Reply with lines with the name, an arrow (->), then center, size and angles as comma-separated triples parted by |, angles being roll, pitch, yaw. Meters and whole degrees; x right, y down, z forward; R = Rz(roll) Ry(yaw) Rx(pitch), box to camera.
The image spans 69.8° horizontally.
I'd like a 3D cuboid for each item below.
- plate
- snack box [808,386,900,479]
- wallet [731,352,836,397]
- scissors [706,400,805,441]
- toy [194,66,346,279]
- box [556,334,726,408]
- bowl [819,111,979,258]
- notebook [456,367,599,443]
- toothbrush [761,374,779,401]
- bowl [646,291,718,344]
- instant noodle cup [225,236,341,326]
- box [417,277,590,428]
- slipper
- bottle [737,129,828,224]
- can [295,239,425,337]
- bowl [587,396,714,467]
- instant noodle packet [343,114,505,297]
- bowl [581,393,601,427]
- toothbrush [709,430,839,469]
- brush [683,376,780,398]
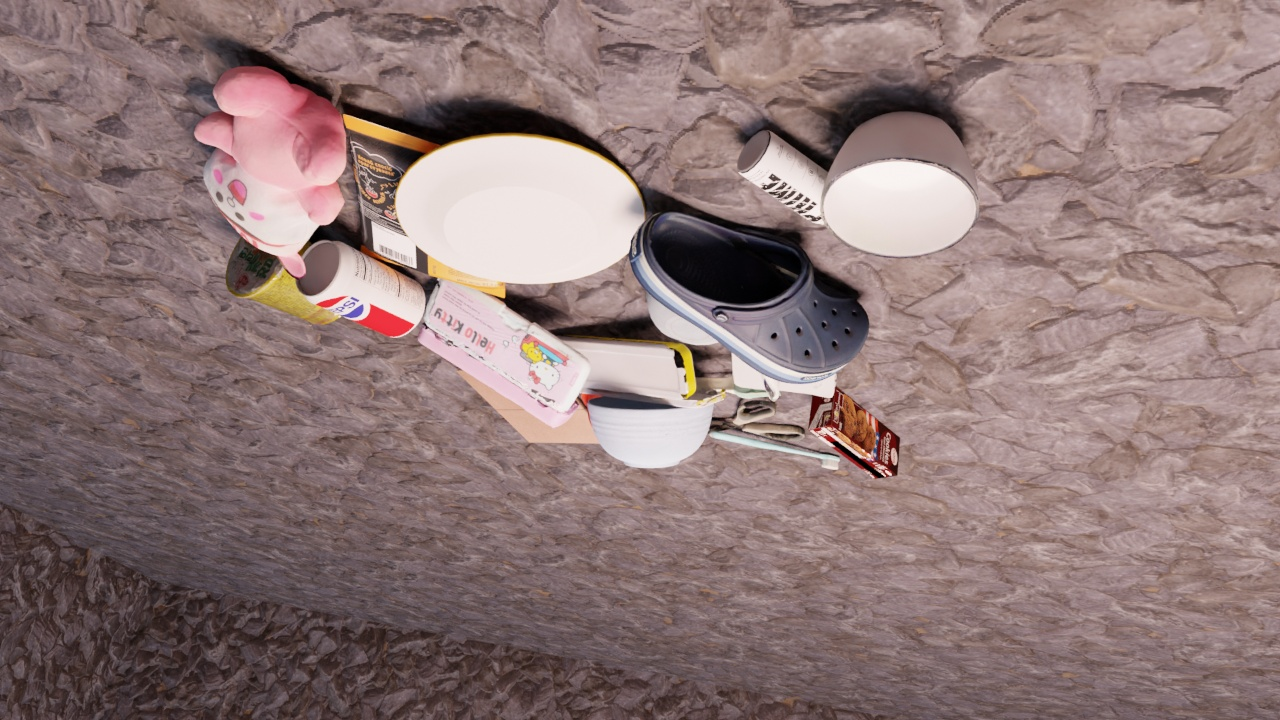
plate -> -0.109, -0.126, 0.847 | 0.230, 0.021, 0.230 | -1, 153, -1
snack box -> 0.256, 0.088, 1.092 | 0.032, 0.050, 0.141 | -17, 139, 43
wallet -> 0.157, -0.001, 1.002 | 0.116, 0.032, 0.086 | 8, 140, 14
scissors -> 0.133, 0.080, 1.170 | 0.157, 0.012, 0.169 | 15, 156, -5
toy -> -0.336, -0.171, 0.844 | 0.142, 0.084, 0.214 | 41, 142, -6
box -> -0.006, 0.007, 1.055 | 0.211, 0.079, 0.084 | 5, 111, 39
bowl -> 0.198, -0.137, 0.701 | 0.116, 0.065, 0.116 | 10, 151, 6
notebook -> -0.140, 0.063, 1.259 | 0.142, 0.008, 0.209 | -1, 148, 25
toothbrush -> 0.124, -0.019, 0.956 | 0.016, 0.017, 0.189 | 4, 138, 24
bowl -> 0.055, -0.048, 0.947 | 0.106, 0.039, 0.106 | 10, 151, 6
instant noodle cup -> -0.377, -0.091, 1.006 | 0.102, 0.102, 0.108 | -5, 155, 30
box -> -0.149, -0.017, 1.049 | 0.201, 0.103, 0.100 | 32, -165, 5
slipper -> 0.110, -0.060, 0.834 | 0.252, 0.105, 0.095 | 24, 150, -19
bottle -> 0.134, -0.141, 0.748 | 0.116, 0.041, 0.041 | 28, 148, -25
can -> -0.298, -0.076, 0.986 | 0.070, 0.070, 0.132 | -3, 162, 28
bowl -> 0.012, 0.083, 1.073 | 0.150, 0.075, 0.150 | -1, -176, 0
instant noodle packet -> -0.203, -0.141, 0.898 | 0.160, 0.032, 0.221 | 18, 151, -3
bowl -> -0.018, 0.076, 1.193 | 0.130, 0.045, 0.131 | 10, 152, 5
toothbrush -> 0.176, 0.116, 1.199 | 0.180, 0.016, 0.016 | 14, 162, -8
brush -> 0.064, 0.029, 1.091 | 0.218, 0.033, 0.012 | -1, 148, 27
